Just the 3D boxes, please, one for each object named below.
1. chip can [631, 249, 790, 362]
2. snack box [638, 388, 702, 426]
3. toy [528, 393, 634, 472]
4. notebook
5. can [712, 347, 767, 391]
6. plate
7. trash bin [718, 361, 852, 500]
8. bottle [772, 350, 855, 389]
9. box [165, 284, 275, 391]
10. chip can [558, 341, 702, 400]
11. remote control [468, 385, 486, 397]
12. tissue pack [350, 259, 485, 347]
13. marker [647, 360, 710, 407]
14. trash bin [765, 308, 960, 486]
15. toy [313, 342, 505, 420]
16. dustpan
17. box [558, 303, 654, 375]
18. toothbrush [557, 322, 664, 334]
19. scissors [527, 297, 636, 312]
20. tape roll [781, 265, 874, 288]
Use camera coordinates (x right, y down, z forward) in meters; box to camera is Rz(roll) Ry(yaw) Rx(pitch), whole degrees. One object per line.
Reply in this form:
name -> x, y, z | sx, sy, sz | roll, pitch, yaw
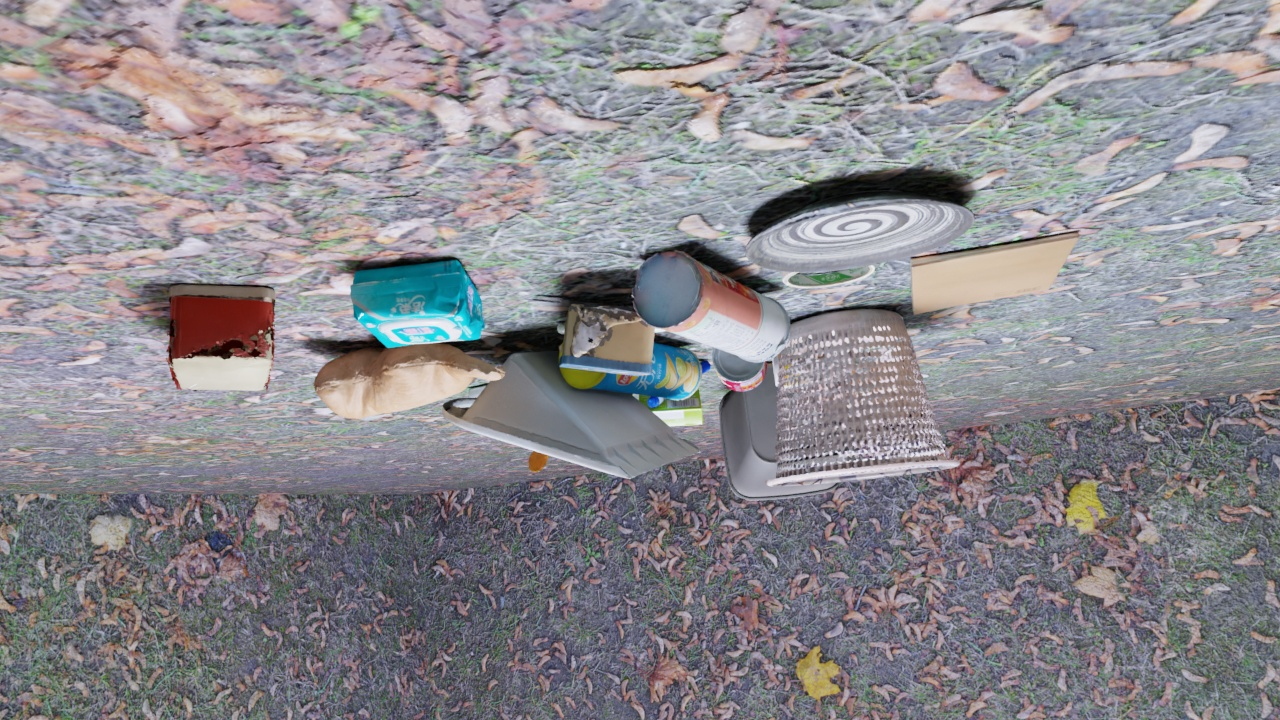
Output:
chip can -> 0.072, -0.046, 0.867 | 0.071, 0.071, 0.214 | -11, 168, 27
snack box -> 0.039, 0.049, 1.274 | 0.086, 0.026, 0.156 | -5, -159, 1
toy -> -0.071, 0.089, 1.336 | 0.226, 0.090, 0.247 | -34, -149, -28
notebook -> 0.358, -0.086, 0.950 | 0.150, 0.012, 0.211 | -9, 169, 16
can -> 0.126, 0.003, 1.161 | 0.066, 0.066, 0.094 | -7, 169, 8
plate -> 0.171, -0.106, 0.733 | 0.179, 0.024, 0.179 | -6, 171, -1
trash bin -> 0.234, 0.102, 1.442 | 0.198, 0.198, 0.220 | -6, 163, -1
bottle -> 0.235, 0.008, 1.245 | 0.108, 0.063, 0.063 | -6, 169, 6
box -> -0.378, -0.008, 0.836 | 0.091, 0.080, 0.169 | 1, 168, -24
chip can -> -0.007, 0.006, 1.110 | 0.071, 0.071, 0.210 | -12, 168, 33
remote control -> -0.187, 0.041, 1.344 | 0.135, 0.019, 0.056 | -12, 167, 32
tissue pack -> -0.192, -0.045, 0.805 | 0.093, 0.050, 0.133 | -6, 170, -1
marker -> 0.054, 0.031, 1.253 | 0.017, 0.017, 0.145 | -14, -169, 39
trash bin -> 0.254, 0.047, 1.108 | 0.227, 0.192, 0.227 | -5, 169, -1
toy -> -0.245, 0.015, 1.020 | 0.226, 0.082, 0.143 | -11, -178, 17
dustpan -> -0.098, 0.084, 1.092 | 0.143, 0.258, 0.222 | -52, 163, 17
box -> -0.036, -0.017, 0.910 | 0.090, 0.061, 0.184 | 7, 176, -4
toothbrush -> 0.003, -0.040, 1.010 | 0.189, 0.020, 0.029 | -3, -158, -3
scissors -> -0.023, -0.058, 0.931 | 0.147, 0.014, 0.172 | -8, 166, 25
tape roll -> 0.176, -0.085, 0.861 | 0.086, 0.014, 0.086 | -5, 170, -1
